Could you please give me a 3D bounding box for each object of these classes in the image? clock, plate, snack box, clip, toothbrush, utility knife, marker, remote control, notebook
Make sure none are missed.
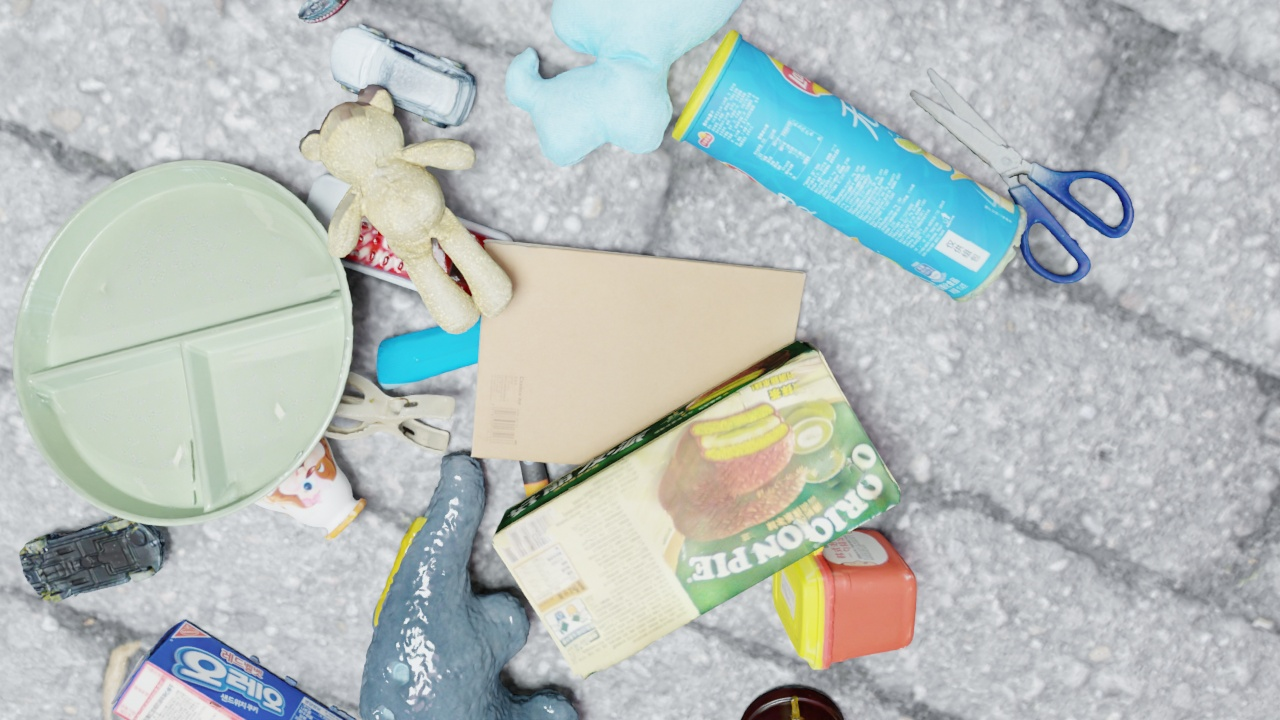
[{"bbox_3d":[0.109,0.302,0.681,0.082,0.055,0.122,26,106,-6],"label":"clock"},{"bbox_3d":[-0.285,-0.012,0.578,0.230,0.027,0.230,-1,83,8],"label":"plate"},{"bbox_3d":[-0.277,0.277,0.679,0.207,0.057,0.058,36,105,-9],"label":"snack box"},{"bbox_3d":[-0.175,0.035,0.616,0.100,0.034,0.070,10,142,-9],"label":"clip"},{"bbox_3d":[-0.128,-0.253,0.554,0.188,0.017,0.016,-26,104,8],"label":"toothbrush"},{"bbox_3d":[0.138,0.155,0.625,0.080,0.091,0.082,-3,106,-5],"label":"snack box"},{"bbox_3d":[-0.102,-0.016,0.618,0.161,0.018,0.034,-15,108,3],"label":"utility knife"},{"bbox_3d":[0.034,0.095,0.597,0.240,0.063,0.114,-31,97,4],"label":"snack box"},{"bbox_3d":[-0.076,0.073,0.642,0.018,0.015,0.124,-11,103,-1],"label":"marker"},{"bbox_3d":[-0.153,-0.076,0.600,0.136,0.020,0.056,19,105,-5],"label":"remote control"},{"bbox_3d":[-0.004,0.004,0.614,0.211,0.012,0.150,5,106,-7],"label":"notebook"}]

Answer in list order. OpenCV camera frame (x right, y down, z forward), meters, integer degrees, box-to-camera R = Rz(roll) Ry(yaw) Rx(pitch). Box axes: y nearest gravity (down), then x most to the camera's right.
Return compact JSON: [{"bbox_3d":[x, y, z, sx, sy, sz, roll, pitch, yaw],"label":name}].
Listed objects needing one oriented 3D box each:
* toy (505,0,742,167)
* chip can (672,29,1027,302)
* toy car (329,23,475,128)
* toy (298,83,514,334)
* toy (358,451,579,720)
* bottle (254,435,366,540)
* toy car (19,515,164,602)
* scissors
[{"bbox_3d":[-0.008,-0.202,0.548,0.161,0.049,0.156,-6,96,12],"label":"toy"},{"bbox_3d":[0.127,-0.116,0.561,0.210,0.071,0.071,29,103,-7],"label":"chip can"},{"bbox_3d":[-0.148,-0.175,0.568,0.090,0.034,0.043,22,107,-3],"label":"toy car"},{"bbox_3d":[-0.137,-0.088,0.559,0.105,0.066,0.157,-35,94,-1],"label":"toy"},{"bbox_3d":[-0.124,0.247,0.660,0.137,0.091,0.356,-22,107,-22],"label":"toy"},{"bbox_3d":[-0.237,0.073,0.620,0.063,0.063,0.108,-43,101,11],"label":"bottle"},{"bbox_3d":[-0.388,0.139,0.655,0.105,0.031,0.049,-14,105,6],"label":"toy car"},{"bbox_3d":[0.234,-0.113,0.591,0.173,0.012,0.126,13,104,-1],"label":"scissors"}]
